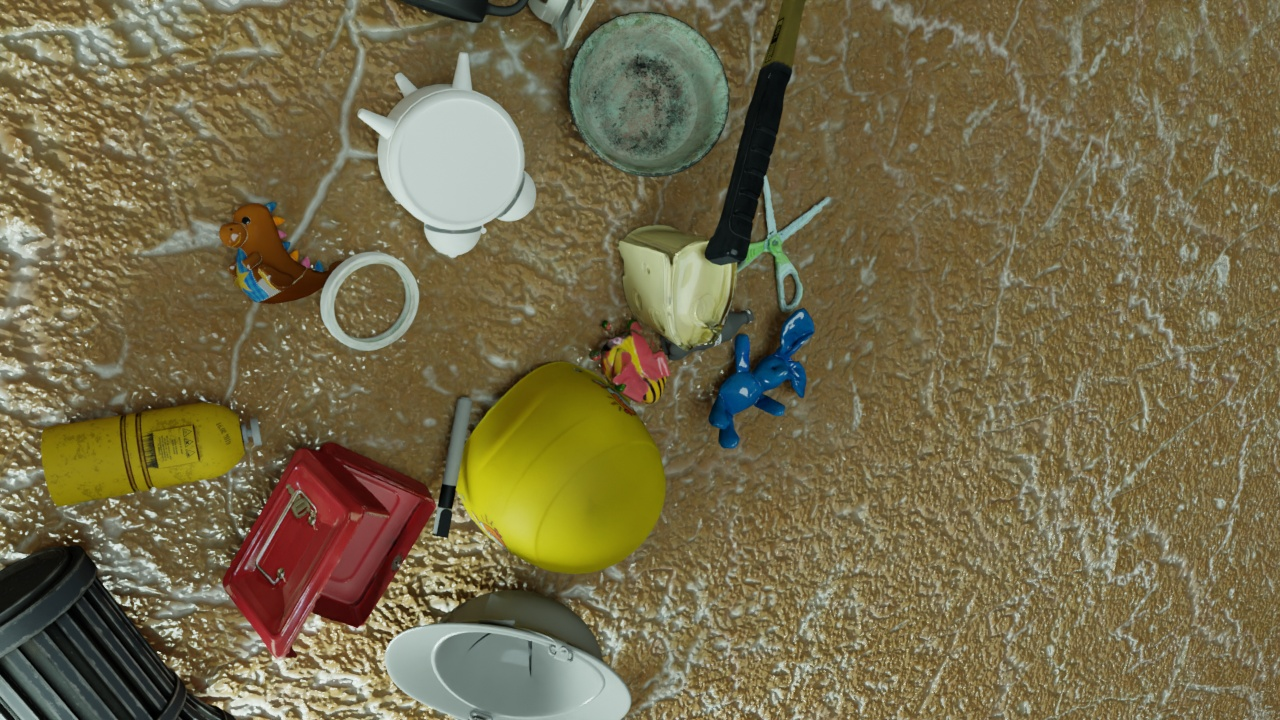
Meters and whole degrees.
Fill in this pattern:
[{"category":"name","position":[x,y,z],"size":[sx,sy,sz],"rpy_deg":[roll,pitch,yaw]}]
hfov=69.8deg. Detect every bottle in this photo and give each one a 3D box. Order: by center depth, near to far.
[{"category":"bottle","position":[-0.421,0.077,0.804],"size":[0.163,0.071,0.071],"rpy_deg":[-10,109,-22]},{"category":"bottle","position":[0.075,-0.033,1.015],"size":[0.109,0.036,0.036],"rpy_deg":[-21,113,-18]}]

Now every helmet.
[{"category":"helmet","position":[-0.060,0.134,0.947],"size":[0.209,0.140,0.240],"rpy_deg":[-48,119,-4]},{"category":"helmet","position":[-0.134,0.301,0.985],"size":[0.271,0.117,0.184],"rpy_deg":[30,123,-23]}]

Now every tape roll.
[{"category":"tape roll","position":[-0.252,-0.055,0.858],"size":[0.092,0.013,0.093],"rpy_deg":[-20,122,-35]}]

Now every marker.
[{"category":"marker","position":[-0.189,0.107,0.923],"size":[0.016,0.016,0.140],"rpy_deg":[14,79,-27]}]

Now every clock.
[{"category":"clock","position":[-0.174,-0.186,0.844],"size":[0.125,0.073,0.161],"rpy_deg":[-34,124,-12]}]

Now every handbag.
[{"category":"handbag","position":[0.037,-0.076,0.938],"size":[0.081,0.119,0.111],"rpy_deg":[-8,108,-24]}]

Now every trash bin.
[{"category":"trash bin","position":[-0.486,0.288,0.793],"size":[0.164,0.164,0.227],"rpy_deg":[-30,112,-14]}]

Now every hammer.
[{"category":"hammer","position":[0.123,-0.251,0.873],"size":[0.025,0.118,0.332],"rpy_deg":[19,81,-25]}]

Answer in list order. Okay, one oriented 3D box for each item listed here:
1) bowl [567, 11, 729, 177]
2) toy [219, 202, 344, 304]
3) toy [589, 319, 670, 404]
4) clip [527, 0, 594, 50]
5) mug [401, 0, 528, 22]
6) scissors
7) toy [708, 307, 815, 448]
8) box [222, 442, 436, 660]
[{"category":"bowl","position":[0.005,-0.254,0.893],"size":[0.157,0.038,0.157],"rpy_deg":[0,90,-10]},{"category":"toy","position":[-0.317,-0.098,0.819],"size":[0.102,0.071,0.090],"rpy_deg":[-23,102,-42]},{"category":"toy","position":[-0.006,0.006,0.982],"size":[0.103,0.046,0.084],"rpy_deg":[40,46,-32]},{"category":"clip","position":[-0.069,-0.365,0.807],"size":[0.072,0.125,0.142],"rpy_deg":[-12,85,-25]},{"category":"mug","position":[-0.147,-0.341,0.790],"size":[0.113,0.078,0.088],"rpy_deg":[12,100,-14]},{"category":"scissors","position":[0.151,-0.130,1.036],"size":[0.171,0.022,0.174],"rpy_deg":[-35,112,-8]},{"category":"toy","position":[0.139,0.031,1.048],"size":[0.176,0.071,0.113],"rpy_deg":[-43,121,-19]},{"category":"box","position":[-0.283,0.178,0.877],"size":[0.157,0.154,0.168],"rpy_deg":[-58,149,3]}]
